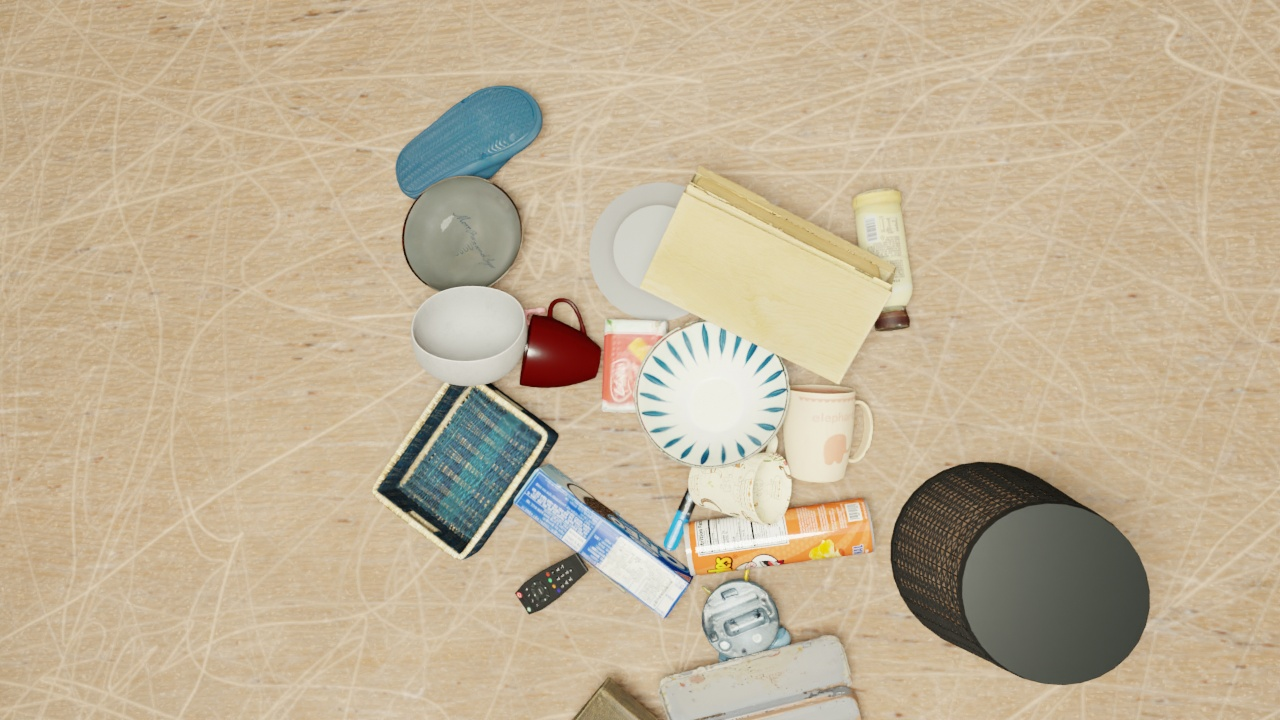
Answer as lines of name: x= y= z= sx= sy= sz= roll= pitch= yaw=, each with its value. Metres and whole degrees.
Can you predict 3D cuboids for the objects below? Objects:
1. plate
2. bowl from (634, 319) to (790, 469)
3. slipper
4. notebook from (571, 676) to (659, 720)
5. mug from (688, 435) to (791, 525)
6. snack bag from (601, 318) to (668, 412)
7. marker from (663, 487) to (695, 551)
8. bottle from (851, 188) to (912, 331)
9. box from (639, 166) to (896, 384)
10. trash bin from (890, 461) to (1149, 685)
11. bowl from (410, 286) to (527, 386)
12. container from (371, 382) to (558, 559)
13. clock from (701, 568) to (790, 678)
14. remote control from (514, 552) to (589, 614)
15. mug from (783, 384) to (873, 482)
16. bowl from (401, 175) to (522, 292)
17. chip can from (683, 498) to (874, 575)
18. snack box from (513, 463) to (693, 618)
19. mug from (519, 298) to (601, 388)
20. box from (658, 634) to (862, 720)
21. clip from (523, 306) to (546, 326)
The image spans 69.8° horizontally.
plate: x=0.021 y=-0.135 z=1.126 sx=0.173 sy=0.019 sz=0.172 roll=-1 pitch=86 yaw=7
bowl: x=0.085 y=0.046 z=1.072 sx=0.177 sy=0.071 sz=0.177 roll=-3 pitch=72 yaw=9
slipper: x=-0.215 y=-0.270 z=1.147 sx=0.214 sy=0.059 sz=0.103 roll=-22 pitch=74 yaw=19
notebook: x=0.018 y=0.466 z=1.045 sx=0.215 sy=0.034 sz=0.190 roll=38 pitch=115 yaw=9
mug: x=0.118 y=0.126 z=1.063 sx=0.097 sy=0.081 sz=0.121 roll=1 pitch=57 yaw=41
snack bag: x=-0.007 y=0.006 z=1.112 sx=0.077 sy=0.036 sz=0.116 roll=2 pitch=86 yaw=7
marker: x=0.058 y=0.172 z=1.103 sx=0.018 sy=0.015 sz=0.123 roll=24 pitch=88 yaw=8
bottle: x=0.285 y=-0.116 z=1.072 sx=0.056 sy=0.056 sz=0.162 roll=-7 pitch=86 yaw=7
box: x=0.140 y=-0.091 z=1.018 sx=0.249 sy=0.141 sz=0.122 roll=27 pitch=48 yaw=1
trash bin: x=0.386 y=0.218 z=0.942 sx=0.217 sy=0.243 sz=0.217 roll=-1 pitch=86 yaw=7
bowl: x=-0.198 y=-0.021 z=1.070 sx=0.132 sy=0.064 sz=0.131 roll=1 pitch=45 yaw=-2
container: x=-0.210 y=0.124 z=1.112 sx=0.145 sy=0.071 sz=0.187 roll=35 pitch=91 yaw=8
clock: x=0.122 y=0.311 z=1.068 sx=0.089 sy=0.051 sz=0.124 roll=-24 pitch=84 yaw=4
remote control: x=-0.104 y=0.264 z=1.090 sx=0.125 sy=0.010 sz=0.039 roll=-41 pitch=81 yaw=35
mug: x=0.219 y=0.083 z=1.062 sx=0.111 sy=0.085 sz=0.104 roll=0 pitch=96 yaw=-21
bowl: x=-0.214 y=-0.150 z=1.138 sx=0.151 sy=0.056 sz=0.150 roll=0 pitch=87 yaw=7
chip can: x=0.159 y=0.205 z=1.064 sx=0.210 sy=0.062 sz=0.062 roll=-9 pitch=85 yaw=6
snack box: x=-0.044 y=0.212 z=1.092 sx=0.226 sy=0.059 sz=0.059 roll=36 pitch=94 yaw=9
mug: x=-0.092 y=-0.018 z=1.106 sx=0.088 sy=0.087 sz=0.114 roll=10 pitch=82 yaw=-10
box: x=0.140 y=0.402 z=1.048 sx=0.217 sy=0.058 sz=0.154 roll=-17 pitch=98 yaw=6
clip: x=-0.145 y=-0.058 z=1.143 sx=0.059 sy=0.022 sz=0.038 roll=-6 pitch=83 yaw=1
